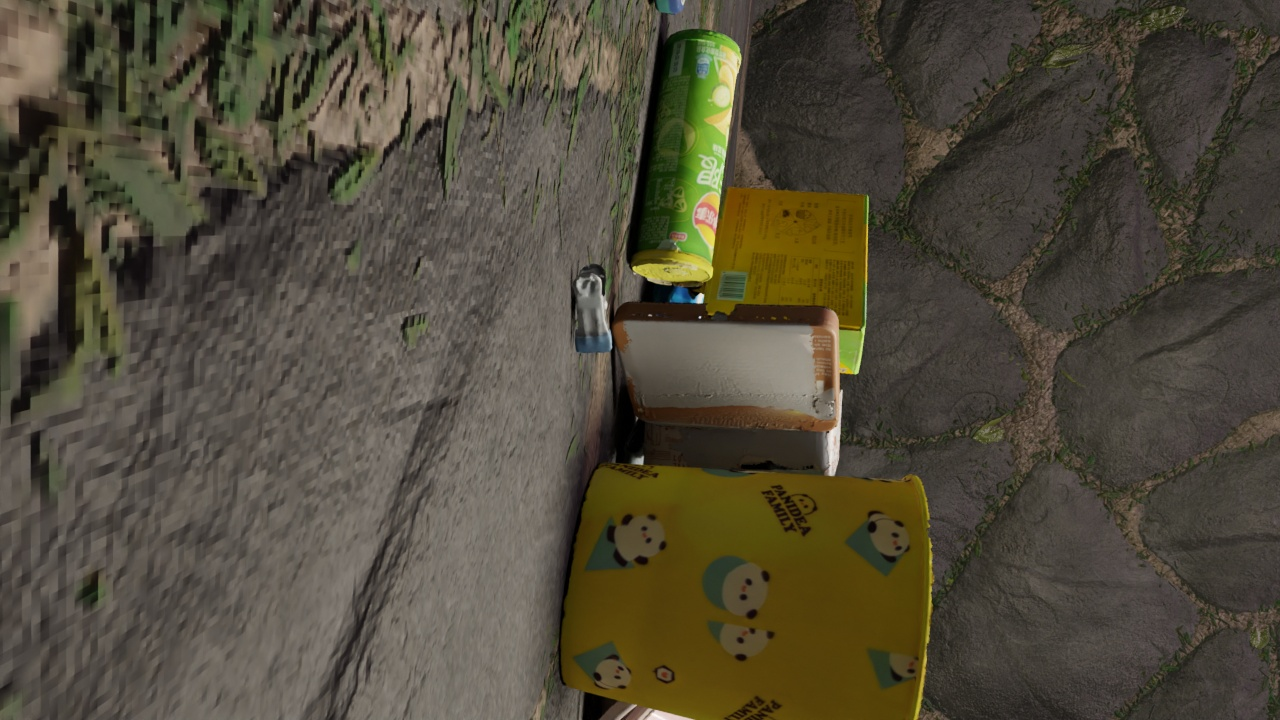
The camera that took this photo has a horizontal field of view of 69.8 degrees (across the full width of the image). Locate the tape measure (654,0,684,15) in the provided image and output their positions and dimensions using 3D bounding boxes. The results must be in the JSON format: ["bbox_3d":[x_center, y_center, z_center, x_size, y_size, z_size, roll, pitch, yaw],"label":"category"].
[{"bbox_3d":[0.022,-0.301,0.716,0.054,0.025,0.058,-61,153,-68],"label":"tape measure"}]

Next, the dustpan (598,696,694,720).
[{"bbox_3d":[0.069,0.356,0.919,0.223,0.273,0.138,-55,-160,21],"label":"dustpan"}]

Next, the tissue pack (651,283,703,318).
[{"bbox_3d":[0.041,-0.046,1.030,0.157,0.052,0.094,87,12,-56],"label":"tissue pack"}]

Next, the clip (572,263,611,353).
[{"bbox_3d":[-0.030,-0.031,0.571,0.029,0.025,0.057,-76,167,-67],"label":"clip"}]

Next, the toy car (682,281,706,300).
[{"bbox_3d":[0.049,-0.132,0.936,0.156,0.041,0.071,65,28,-41],"label":"toy car"}]

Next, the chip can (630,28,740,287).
[{"bbox_3d":[0.041,-0.180,0.807,0.072,0.072,0.221,61,37,-79],"label":"chip can"}]

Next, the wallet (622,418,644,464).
[{"bbox_3d":[0.002,0.091,0.926,0.120,0.019,0.097,-61,164,-51],"label":"wallet"}]

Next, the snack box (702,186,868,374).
[{"bbox_3d":[0.153,-0.088,0.948,0.070,0.158,0.209,85,14,-47],"label":"snack box"}]

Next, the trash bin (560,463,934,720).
[{"bbox_3d":[0.081,0.188,0.738,0.229,0.255,0.229,9,89,-83],"label":"trash bin"}]

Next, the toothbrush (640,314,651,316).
[{"bbox_3d":[0.011,0.002,0.974,0.021,0.029,0.189,55,-15,29],"label":"toothbrush"}]

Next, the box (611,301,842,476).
[{"bbox_3d":[0.085,0.037,0.808,0.274,0.179,0.124,59,36,-65],"label":"box"}]
